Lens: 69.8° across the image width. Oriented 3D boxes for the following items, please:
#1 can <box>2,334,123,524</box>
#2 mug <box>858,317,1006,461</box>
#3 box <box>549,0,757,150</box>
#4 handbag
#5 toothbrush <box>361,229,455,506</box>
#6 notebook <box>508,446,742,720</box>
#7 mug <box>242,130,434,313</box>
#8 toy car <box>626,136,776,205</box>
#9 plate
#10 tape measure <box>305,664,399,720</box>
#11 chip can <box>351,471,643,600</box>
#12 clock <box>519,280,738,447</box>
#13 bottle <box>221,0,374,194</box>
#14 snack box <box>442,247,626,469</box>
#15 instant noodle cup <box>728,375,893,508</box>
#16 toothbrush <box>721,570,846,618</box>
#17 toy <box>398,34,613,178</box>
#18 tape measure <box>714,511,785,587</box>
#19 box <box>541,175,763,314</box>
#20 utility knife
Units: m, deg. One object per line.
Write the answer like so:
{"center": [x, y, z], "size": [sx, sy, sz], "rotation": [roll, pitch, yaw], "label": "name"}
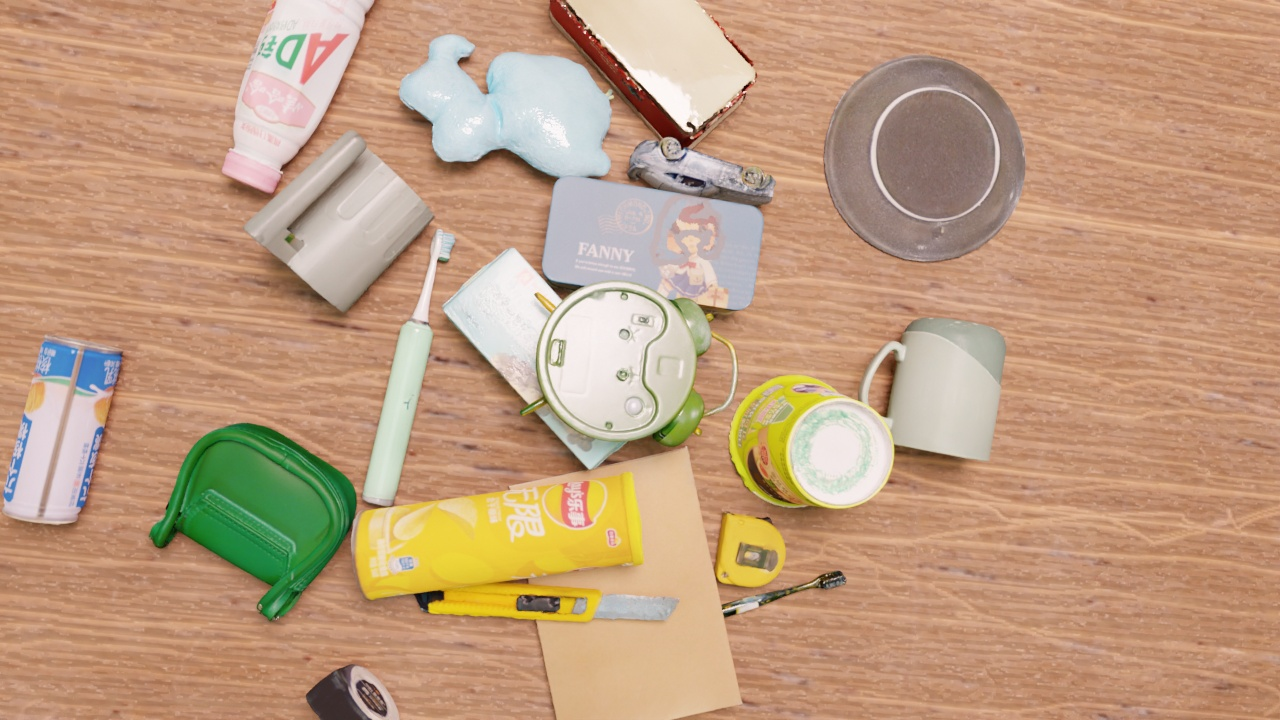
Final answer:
{"center": [-0.432, 0.051, 0.687], "size": [0.053, 0.053, 0.134], "rotation": [13, 88, -6], "label": "can"}
{"center": [0.234, 0.020, 0.745], "size": [0.111, 0.082, 0.106], "rotation": [10, 89, -3], "label": "mug"}
{"center": [0.011, -0.257, 0.729], "size": [0.091, 0.077, 0.168], "rotation": [-43, 94, -5], "label": "box"}
{"center": [-0.290, 0.117, 0.694], "size": [0.131, 0.068, 0.120], "rotation": [32, 87, -4], "label": "handbag"}
{"center": [-0.184, 0.005, 0.729], "size": [0.027, 0.026, 0.224], "rotation": [14, 87, -36], "label": "toothbrush"}
{"center": [-0.013, 0.188, 0.741], "size": [0.149, 0.012, 0.211], "rotation": [-12, 86, -3], "label": "notebook"}
{"center": [-0.223, -0.106, 0.679], "size": [0.083, 0.124, 0.103], "rotation": [41, 82, 14], "label": "mug"}
{"center": [0.049, -0.147, 0.742], "size": [0.120, 0.054, 0.036], "rotation": [14, 84, -7], "label": "toy car"}
{"center": [0.246, -0.173, 0.779], "size": [0.179, 0.024, 0.179], "rotation": [0, 89, -7], "label": "plate"}
{"center": [-0.216, 0.267, 0.700], "size": [0.033, 0.066, 0.065], "rotation": [-38, 77, -3], "label": "tape measure"}
{"center": [-0.106, 0.134, 0.703], "size": [0.213, 0.072, 0.072], "rotation": [-7, 90, 0], "label": "chip can"}
{"center": [-0.004, 0.004, 0.682], "size": [0.161, 0.056, 0.116], "rotation": [8, 85, -9], "label": "clock"}
{"center": [-0.264, -0.225, 0.705], "size": [0.068, 0.068, 0.197], "rotation": [22, 90, -5], "label": "bottle"}
{"center": [-0.071, -0.001, 0.727], "size": [0.074, 0.052, 0.175], "rotation": [-43, 94, -7], "label": "snack box"}
{"center": [0.136, 0.067, 0.713], "size": [0.111, 0.123, 0.111], "rotation": [0, 89, -6], "label": "instant noodle cup"}
{"center": [0.082, 0.204, 0.758], "size": [0.185, 0.017, 0.012], "rotation": [-14, 93, -6], "label": "toothbrush"}
{"center": [-0.095, -0.200, 0.728], "size": [0.156, 0.050, 0.161], "rotation": [-32, 87, -15], "label": "toy"}
{"center": [0.090, 0.157, 0.754], "size": [0.057, 0.029, 0.060], "rotation": [10, 88, -7], "label": "tape measure"}
{"center": [0.003, -0.091, 0.733], "size": [0.184, 0.061, 0.089], "rotation": [6, 87, -8], "label": "box"}
{"center": [-0.076, 0.189, 0.726], "size": [0.215, 0.015, 0.033], "rotation": [2, 90, 3], "label": "utility knife"}
